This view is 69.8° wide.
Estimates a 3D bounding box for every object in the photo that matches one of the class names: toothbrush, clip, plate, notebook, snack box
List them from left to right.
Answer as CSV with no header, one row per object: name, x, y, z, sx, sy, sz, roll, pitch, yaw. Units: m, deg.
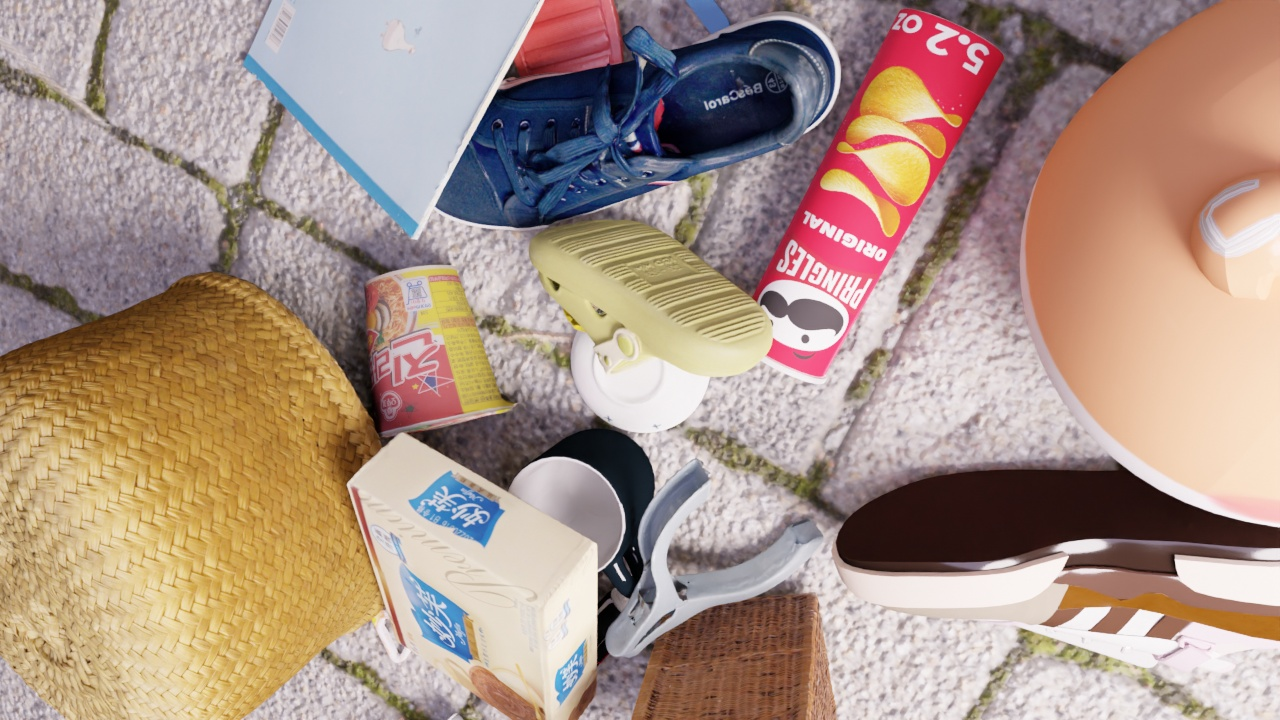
notebook,-0.177,-0.223,0.617,0.253,0.009,0.181,44,110,29
snack box,-0.105,0.160,0.614,0.153,0.055,0.208,26,140,20
plate,-0.004,0.004,0.650,0.104,0.026,0.104,3,101,16
clip,0.035,0.117,0.593,0.168,0.031,0.164,-28,132,-7
toothbrush,0.038,-0.239,0.603,0.016,0.014,0.166,-38,84,20

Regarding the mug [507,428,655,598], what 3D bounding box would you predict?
mug,-0.028,0.110,0.641,0.085,0.094,0.121,-30,91,19

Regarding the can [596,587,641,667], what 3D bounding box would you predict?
can,-0.034,0.209,0.694,0.031,0.031,0.081,41,108,6

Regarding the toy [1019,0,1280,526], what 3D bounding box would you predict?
toy,0.317,-0.048,0.417,0.263,0.280,0.265,-22,73,19

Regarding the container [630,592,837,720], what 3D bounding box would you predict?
container,0.066,0.252,0.587,0.114,0.198,0.113,-12,108,17

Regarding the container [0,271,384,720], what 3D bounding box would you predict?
container,-0.336,0.112,0.639,0.307,0.196,0.307,14,119,27

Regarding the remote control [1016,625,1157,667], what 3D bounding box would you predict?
remote control,0.271,0.160,0.608,0.147,0.008,0.045,16,104,13

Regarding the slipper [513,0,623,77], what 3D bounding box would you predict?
slipper,-0.064,-0.292,0.597,0.104,0.059,0.249,-5,114,18

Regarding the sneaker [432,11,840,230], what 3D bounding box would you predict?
sneaker,-0.028,-0.138,0.566,0.295,0.127,0.121,-10,117,22

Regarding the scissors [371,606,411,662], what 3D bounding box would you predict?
scissors,-0.230,0.199,0.760,0.125,0.011,0.131,-39,90,20

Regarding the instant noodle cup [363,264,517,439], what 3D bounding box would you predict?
instant noodle cup,-0.156,-0.006,0.661,0.100,0.100,0.112,-14,89,18

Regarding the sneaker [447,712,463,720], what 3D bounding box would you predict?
sneaker,-0.090,0.352,0.715,0.257,0.093,0.160,-14,87,17

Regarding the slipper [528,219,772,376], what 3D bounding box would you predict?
slipper,0.005,-0.030,0.594,0.190,0.091,0.082,35,135,38

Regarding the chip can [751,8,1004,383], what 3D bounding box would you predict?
chip can,0.136,-0.097,0.568,0.069,0.069,0.221,29,106,9

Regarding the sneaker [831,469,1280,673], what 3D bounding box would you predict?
sneaker,0.271,0.139,0.563,0.294,0.111,0.116,-6,112,16
